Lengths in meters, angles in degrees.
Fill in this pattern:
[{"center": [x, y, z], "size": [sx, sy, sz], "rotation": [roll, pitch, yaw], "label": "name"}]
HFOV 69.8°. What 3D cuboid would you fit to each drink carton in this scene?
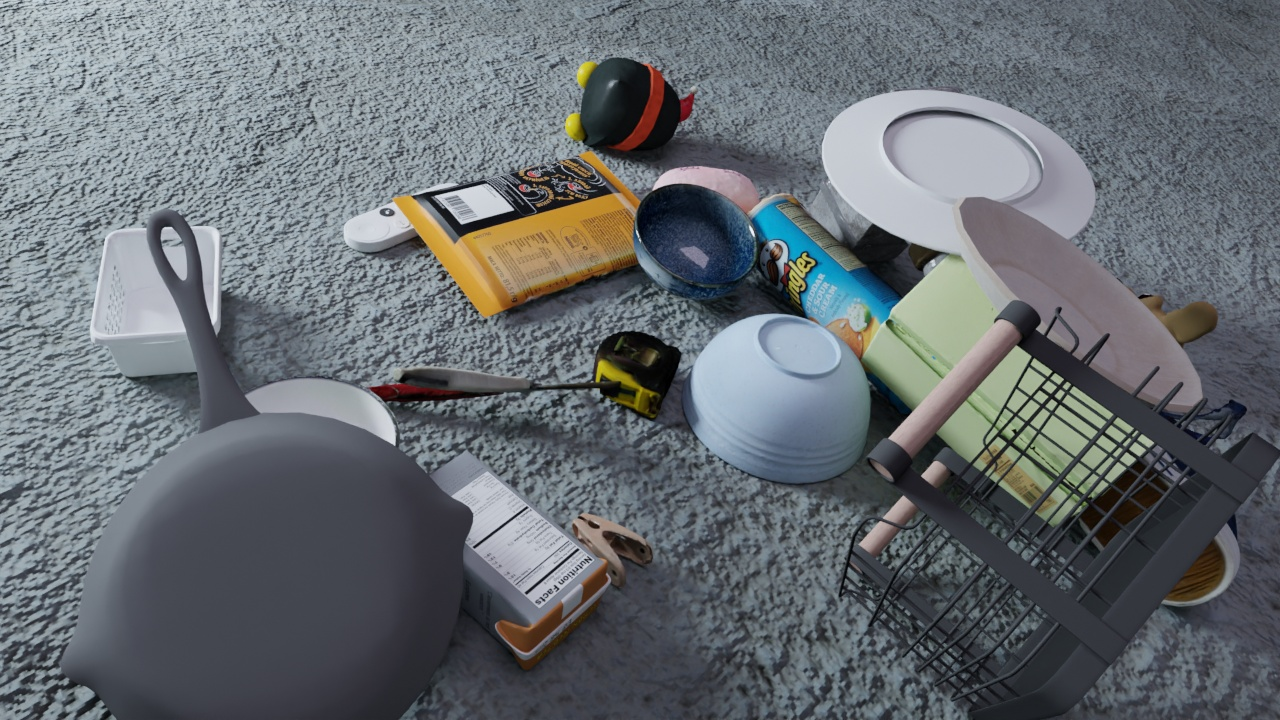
[{"center": [-0.088, 0.120, 0.566], "size": [0.125, 0.049, 0.076], "rotation": [35, 46, 23], "label": "drink carton"}]

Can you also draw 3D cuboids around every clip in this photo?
[{"center": [-0.025, 0.125, 0.597], "size": [0.061, 0.024, 0.041], "rotation": [20, 40, 24], "label": "clip"}]

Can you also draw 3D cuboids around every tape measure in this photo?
[{"center": [-0.004, 0.004, 0.721], "size": [0.062, 0.038, 0.067], "rotation": [20, 43, 9], "label": "tape measure"}]

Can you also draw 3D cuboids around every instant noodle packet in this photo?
[{"center": [-0.089, -0.124, 0.843], "size": [0.220, 0.032, 0.160], "rotation": [-22, 58, -32], "label": "instant noodle packet"}]

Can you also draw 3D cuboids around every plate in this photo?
[{"center": [0.267, -0.032, 0.578], "size": [0.188, 0.027, 0.188], "rotation": [23, 36, -18], "label": "plate"}, {"center": [0.246, -0.155, 0.708], "size": [0.208, 0.015, 0.208], "rotation": [2, 49, -2], "label": "plate"}]

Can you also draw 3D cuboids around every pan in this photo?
[{"center": [-0.218, 0.063, 0.506], "size": [0.216, 0.024, 0.354], "rotation": [-19, 75, -18], "label": "pan"}]

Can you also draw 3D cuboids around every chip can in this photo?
[{"center": [0.178, -0.055, 0.802], "size": [0.079, 0.080, 0.229], "rotation": [-17, 51, -29], "label": "chip can"}]

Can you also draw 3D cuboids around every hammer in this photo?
[{"center": [0.273, -0.068, 0.811], "size": [0.079, 0.177, 0.326], "rotation": [-10, 65, -23], "label": "hammer"}]

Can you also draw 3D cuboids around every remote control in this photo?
[{"center": [-0.209, -0.132, 0.841], "size": [0.043, 0.013, 0.136], "rotation": [36, 47, 24], "label": "remote control"}]

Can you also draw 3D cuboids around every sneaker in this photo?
[{"center": [0.345, 0.028, 0.689], "size": [0.127, 0.121, 0.294], "rotation": [-24, 77, -47], "label": "sneaker"}]

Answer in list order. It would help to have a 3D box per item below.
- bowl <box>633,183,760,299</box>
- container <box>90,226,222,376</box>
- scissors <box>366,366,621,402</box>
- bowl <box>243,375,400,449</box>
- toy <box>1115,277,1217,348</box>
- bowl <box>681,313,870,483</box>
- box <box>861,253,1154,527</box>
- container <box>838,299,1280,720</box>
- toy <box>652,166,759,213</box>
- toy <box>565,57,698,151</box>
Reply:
[{"center": [0.042, -0.096, 0.819], "size": [0.114, 0.061, 0.114], "rotation": [9, 57, -14], "label": "bowl"}, {"center": [-0.352, -0.042, 0.680], "size": [0.080, 0.050, 0.129], "rotation": [-5, 45, -19], "label": "container"}, {"center": [-0.114, 0.017, 0.634], "size": [0.199, 0.179, 0.015], "rotation": [-3, 83, 3], "label": "scissors"}, {"center": [-0.210, 0.071, 0.578], "size": [0.116, 0.066, 0.116], "rotation": [7, 42, -6], "label": "bowl"}, {"center": [0.421, -0.018, 0.814], "size": [0.108, 0.134, 0.105], "rotation": [-22, 71, 1], "label": "toy"}, {"center": [0.112, 0.014, 0.711], "size": [0.150, 0.075, 0.150], "rotation": [6, 42, -6], "label": "bowl"}, {"center": [0.250, 0.026, 0.648], "size": [0.188, 0.131, 0.064], "rotation": [47, 41, 17], "label": "box"}, {"center": [0.204, 0.093, 0.511], "size": [0.162, 0.241, 0.130], "rotation": [-44, 67, -10], "label": "container"}, {"center": [0.068, -0.145, 0.897], "size": [0.108, 0.053, 0.105], "rotation": [-1, 57, -16], "label": "toy"}, {"center": [-0.005, -0.268, 0.983], "size": [0.119, 0.100, 0.097], "rotation": [17, 81, -30], "label": "toy"}]
